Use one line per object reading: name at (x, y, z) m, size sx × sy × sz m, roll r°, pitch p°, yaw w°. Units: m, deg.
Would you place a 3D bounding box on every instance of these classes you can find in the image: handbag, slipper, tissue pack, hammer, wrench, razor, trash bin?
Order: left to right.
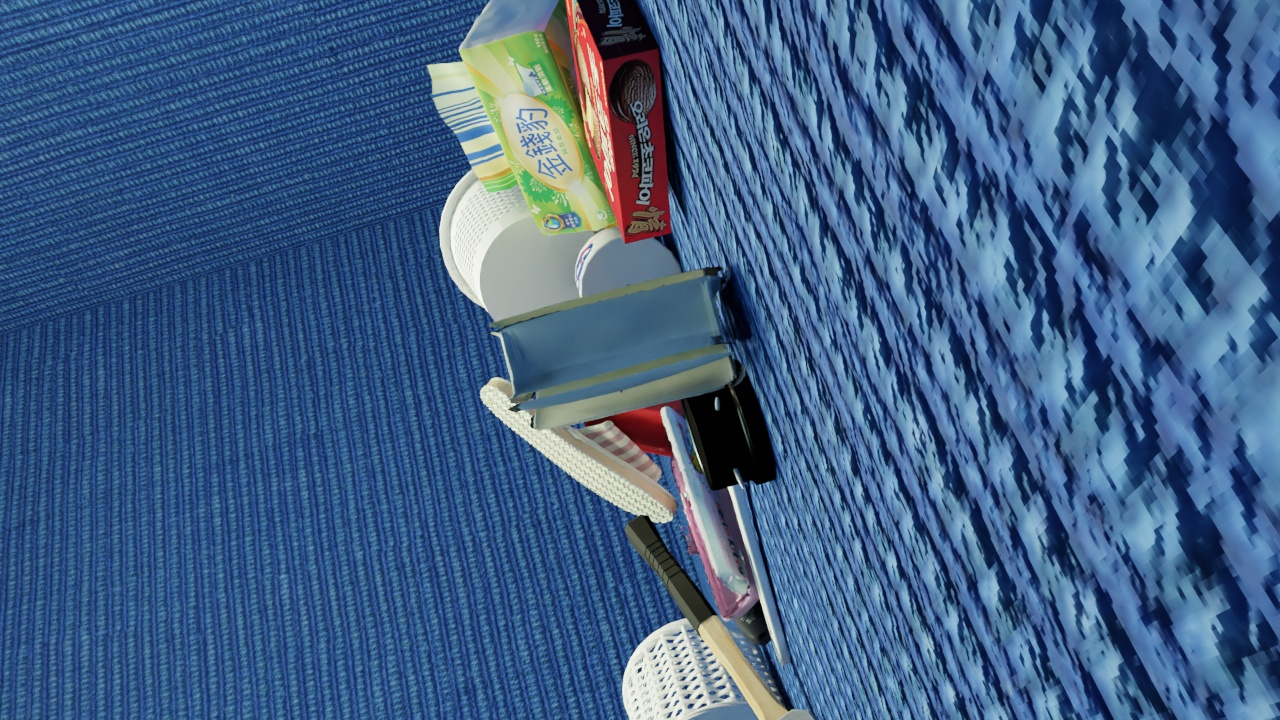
tissue pack at (-0.105, -0.213, 0.815) m, size 0.120 × 0.142 × 0.198 m, roll -74°, pitch -29°, yaw -50°
trash bin at (-0.116, -0.114, 0.998) m, size 0.199 × 0.195 × 0.196 m, roll -123°, pitch 16°, yaw -66°
slipper at (-0.064, 0.095, 1.053) m, size 0.263 × 0.052 × 0.115 m, roll 35°, pitch 154°, yaw -4°
handbag at (-0.009, -0.001, 0.626) m, size 0.176 × 0.151 × 0.074 m, roll 44°, pitch -148°, yaw -86°
hammer at (0.076, 0.273, 0.901) m, size 0.328 × 0.039 × 0.131 m, roll 48°, pitch 164°, yaw 44°
razor at (0.114, 0.271, 0.991) m, size 0.052 × 0.047 × 0.143 m, roll 49°, pitch 178°, yaw -7°
wrench at (0.103, 0.173, 0.841) m, size 0.066 × 0.018 × 0.273 m, roll -113°, pitch 6°, yaw -67°

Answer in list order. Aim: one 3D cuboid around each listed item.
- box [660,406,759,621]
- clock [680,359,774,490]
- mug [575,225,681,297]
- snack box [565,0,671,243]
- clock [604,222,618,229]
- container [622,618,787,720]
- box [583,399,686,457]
box at (0.074, 0.155, 0.951) m, size 0.154 × 0.066 × 0.201 m, roll 86°, pitch 168°, yaw -57°
clock at (0.058, 0.047, 0.655) m, size 0.120 × 0.042 × 0.091 m, roll -124°, pitch 17°, yaw -82°
mug at (-0.012, -0.058, 0.841) m, size 0.090 × 0.091 × 0.121 m, roll -115°, pitch 25°, yaw -75°
snack box at (-0.017, -0.187, 0.661) m, size 0.152 × 0.036 × 0.132 m, roll 83°, pitch 171°, yaw -50°
clock at (-0.015, -0.133, 0.936) m, size 0.129 × 0.044 × 0.099 m, roll 64°, pitch -170°, yaw 17°
container at (0.083, 0.436, 1.094) m, size 0.186 × 0.189 × 0.189 m, roll -120°, pitch 13°, yaw -75°
box at (-0.003, 0.023, 1.083) m, size 0.170 × 0.156 × 0.157 m, roll 29°, pitch 161°, yaw 12°
